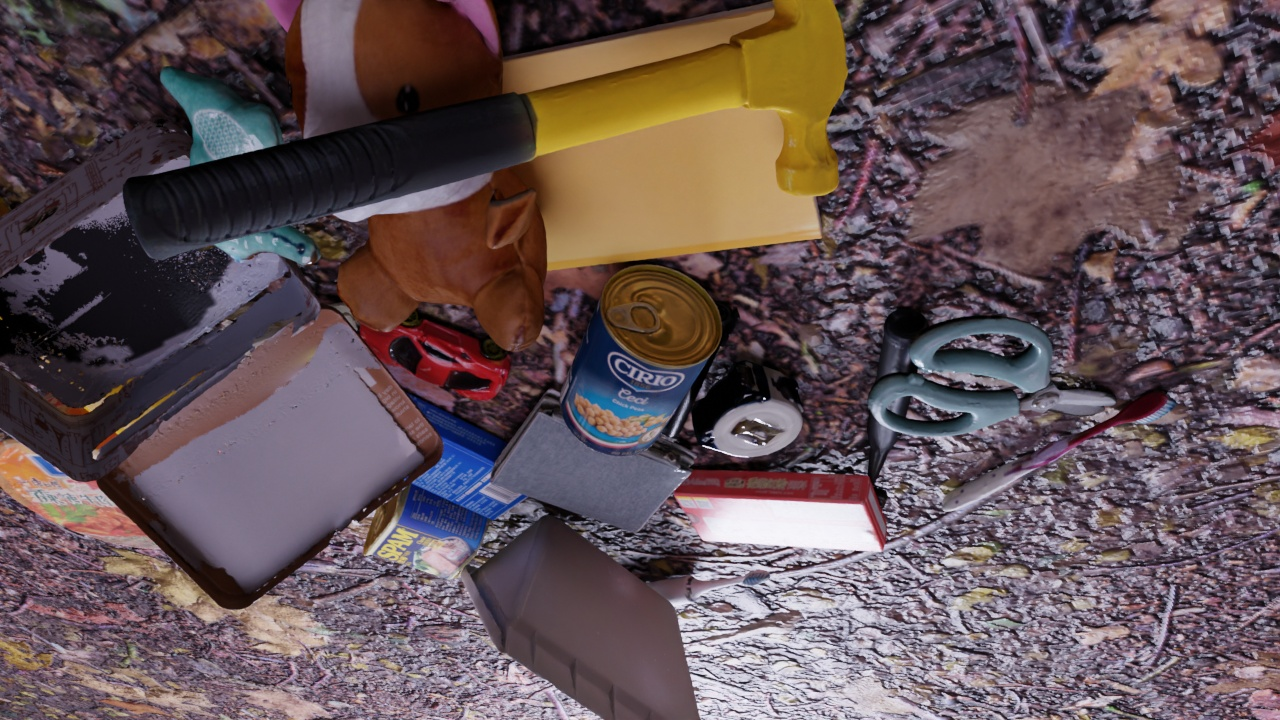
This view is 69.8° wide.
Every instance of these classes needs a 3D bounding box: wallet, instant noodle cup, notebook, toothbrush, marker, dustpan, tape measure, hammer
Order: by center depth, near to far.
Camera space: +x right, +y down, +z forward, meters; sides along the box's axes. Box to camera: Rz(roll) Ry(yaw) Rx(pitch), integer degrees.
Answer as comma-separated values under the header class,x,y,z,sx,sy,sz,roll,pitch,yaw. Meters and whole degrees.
class,x,y,z,sx,sy,sz,roll,pitch,yaw
hammer,-0.048,-0.097,0.377,0.300,0.033,0.129,-18,122,-15
notebook,-0.015,-0.108,0.497,0.206,0.010,0.146,-5,139,18
marker,0.036,0.008,0.622,0.022,0.020,0.132,-9,146,-23
tape measure,0.076,0.035,0.623,0.066,0.033,0.066,17,134,-26
toothbrush,0.169,0.045,0.630,0.027,0.026,0.213,13,143,17
toothbrush,0.285,0.068,0.642,0.017,0.016,0.188,19,141,-26
wallet,-0.035,0.077,0.705,0.129,0.036,0.107,24,127,-19
instant noodle cup,-0.393,0.061,0.707,0.151,0.111,0.152,6,141,5
dustpan,-0.066,0.256,0.795,0.222,0.257,0.143,40,109,-17
toothbrush,0.026,0.224,0.880,0.222,0.026,0.027,-19,90,32

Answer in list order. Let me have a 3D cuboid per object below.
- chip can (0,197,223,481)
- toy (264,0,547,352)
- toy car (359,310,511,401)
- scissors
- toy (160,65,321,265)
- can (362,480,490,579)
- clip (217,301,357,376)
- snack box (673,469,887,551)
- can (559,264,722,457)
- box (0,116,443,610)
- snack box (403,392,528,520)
class,x,y,z,sx,sy,sz,roll,pitch,yaw
chip can,-0.366,-0.010,0.609,0.072,0.071,0.213,-29,113,38
toy,-0.112,-0.096,0.438,0.140,0.130,0.200,8,132,14
toy car,-0.144,-0.004,0.638,0.106,0.031,0.049,24,138,-14
scissors,0.233,0.004,0.557,0.185,0.019,0.130,-4,140,-6
toy,-0.200,-0.088,0.457,0.096,0.030,0.092,25,118,3
can,-0.188,0.147,0.813,0.083,0.057,0.102,23,140,-19
clip,-0.254,-0.024,0.643,0.101,0.096,0.035,-35,136,-12
snack box,0.108,0.117,0.716,0.153,0.025,0.075,-2,141,27
can,-0.003,0.003,0.579,0.075,0.075,0.111,17,141,-9
box,-0.264,0.015,0.559,0.178,0.103,0.261,-38,133,-8
snack box,-0.163,0.075,0.741,0.157,0.026,0.085,30,137,-22
